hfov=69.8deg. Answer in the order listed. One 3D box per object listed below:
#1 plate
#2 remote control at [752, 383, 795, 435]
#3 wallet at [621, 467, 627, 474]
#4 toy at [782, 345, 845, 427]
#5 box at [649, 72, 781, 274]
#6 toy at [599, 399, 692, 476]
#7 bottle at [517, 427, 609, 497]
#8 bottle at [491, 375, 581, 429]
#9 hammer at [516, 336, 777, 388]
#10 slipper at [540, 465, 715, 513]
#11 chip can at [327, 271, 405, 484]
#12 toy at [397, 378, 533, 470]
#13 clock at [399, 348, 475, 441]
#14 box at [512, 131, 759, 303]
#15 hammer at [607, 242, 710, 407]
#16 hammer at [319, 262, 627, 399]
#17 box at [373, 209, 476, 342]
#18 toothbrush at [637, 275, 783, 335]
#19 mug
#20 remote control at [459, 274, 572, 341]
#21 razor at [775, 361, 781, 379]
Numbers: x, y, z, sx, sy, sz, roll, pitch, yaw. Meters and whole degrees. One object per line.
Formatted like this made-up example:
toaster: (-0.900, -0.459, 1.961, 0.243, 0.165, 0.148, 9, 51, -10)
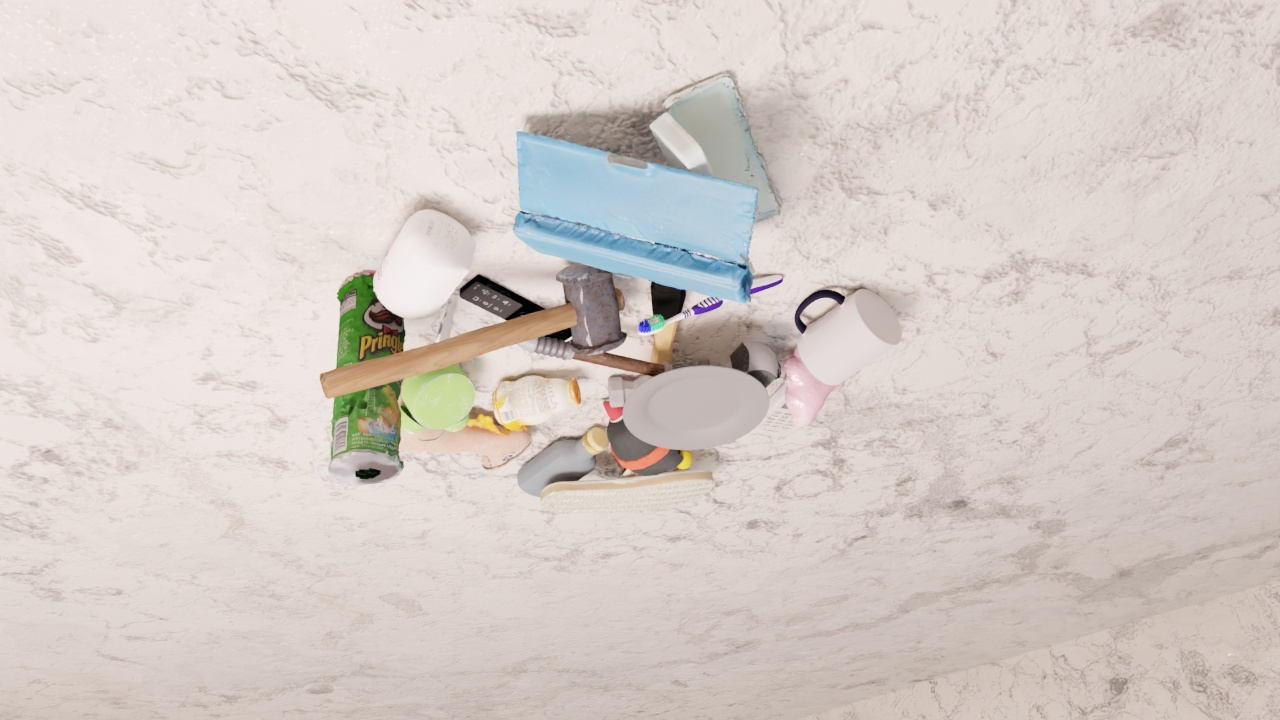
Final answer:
plate: (0.067, 0.057, 1.117, 0.178, 0.012, 0.179, -3, 143, -2)
remote control: (0.207, 0.062, 1.277, 0.060, 0.025, 0.139, 10, 143, -22)
wallet: (0.014, 0.160, 1.394, 0.072, 0.019, 0.123, 3, 145, -13)
toy: (0.216, 0.026, 1.184, 0.093, 0.102, 0.050, 49, 157, -22)
box: (0.086, -0.178, 0.880, 0.096, 0.085, 0.199, -38, 144, -3)
toy: (0.001, 0.100, 1.239, 0.100, 0.097, 0.119, -27, 133, 17)
bottle: (-0.107, 0.147, 1.331, 0.072, 0.046, 0.162, 21, 137, -34)
bottle: (-0.131, 0.049, 1.168, 0.108, 0.063, 0.063, -12, 146, 9)
hammer: (-0.005, 0.007, 1.084, 0.322, 0.043, 0.156, 13, 140, -25)
slipper: (-0.019, 0.181, 1.350, 0.262, 0.052, 0.115, -2, 149, -18)
chip can: (-0.282, 0.017, 0.953, 0.075, 0.223, 0.076, -6, 149, -4)
toy: (-0.244, 0.073, 1.189, 0.264, 0.065, 0.197, 11, 133, -33)
clock: (-0.245, 0.046, 1.105, 0.094, 0.042, 0.119, -2, 121, -36)
box: (-0.008, -0.118, 0.860, 0.232, 0.066, 0.173, 15, 155, 13)
hammer: (0.029, -0.045, 1.081, 0.131, 0.039, 0.329, -4, 145, -5)
hammer: (-0.162, -0.020, 0.943, 0.327, 0.052, 0.098, -19, 113, -24)
box: (-0.217, -0.073, 0.952, 0.118, 0.084, 0.160, 24, 137, -27)
toothbrush: (0.080, -0.064, 1.027, 0.186, 0.015, 0.016, -21, 140, -17)
mug: (0.238, -0.037, 1.102, 0.112, 0.078, 0.097, 39, 131, -12)
remote control: (-0.138, -0.056, 1.056, 0.035, 0.013, 0.150, -31, 139, 32)
razor: (0.137, 0.033, 1.211, 0.052, 0.047, 0.143, -13, 158, -37)
